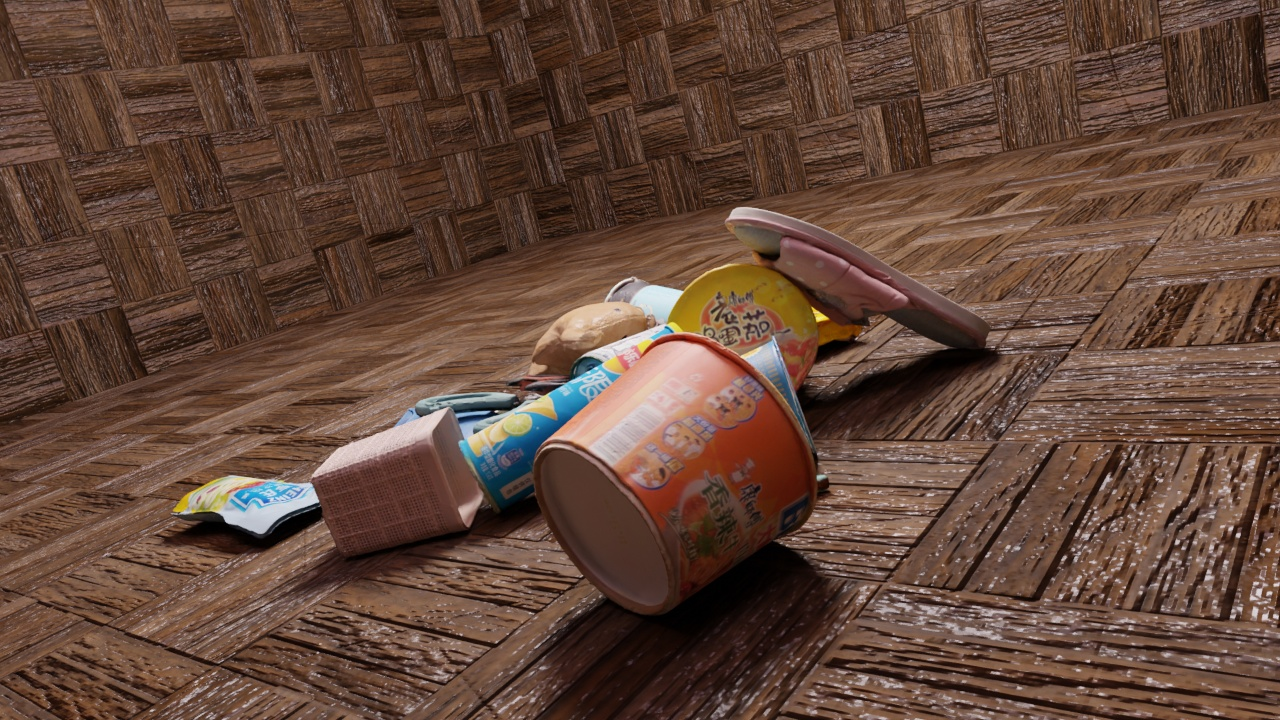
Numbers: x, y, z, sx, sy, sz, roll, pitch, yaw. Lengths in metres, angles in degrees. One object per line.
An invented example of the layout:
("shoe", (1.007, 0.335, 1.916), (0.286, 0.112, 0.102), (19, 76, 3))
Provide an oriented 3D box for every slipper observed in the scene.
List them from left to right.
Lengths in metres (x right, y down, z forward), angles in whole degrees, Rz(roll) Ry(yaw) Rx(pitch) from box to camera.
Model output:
("slipper", (0.196, -0.064, 0.847), (0.274, 0.054, 0.114), (25, -4, -12))

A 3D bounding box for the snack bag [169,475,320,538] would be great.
("snack bag", (-0.385, 0.143, 0.928), (0.191, 0.039, 0.110), (-3, 6, 38))

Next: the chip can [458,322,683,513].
("chip can", (-0.046, 0.048, 0.781), (0.210, 0.071, 0.071), (-29, 15, -7))

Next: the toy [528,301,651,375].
("toy", (-0.054, -0.021, 1.021), (0.143, 0.082, 0.226), (-32, -7, -16))

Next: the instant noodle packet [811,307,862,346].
("instant noodle packet", (0.169, -0.029, 1.021), (0.128, 0.044, 0.111), (-15, 6, -19))

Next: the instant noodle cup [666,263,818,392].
("instant noodle cup", (0.097, -0.020, 0.875), (0.138, 0.138, 0.109), (-13, 0, 8))

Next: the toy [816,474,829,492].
("toy", (0.081, 0.090, 0.653), (0.096, 0.030, 0.092), (-11, 16, -17))

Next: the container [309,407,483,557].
("container", (-0.205, 0.105, 0.775), (0.111, 0.090, 0.089), (-17, 13, 4))

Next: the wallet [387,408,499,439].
("wallet", (-0.205, 0.088, 0.894), (0.106, 0.040, 0.132), (1, 27, 13))

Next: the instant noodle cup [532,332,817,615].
("instant noodle cup", (0.014, 0.073, 0.557), (0.111, 0.151, 0.152), (-34, 21, -33))

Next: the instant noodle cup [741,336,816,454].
("instant noodle cup", (0.072, 0.046, 0.727), (0.110, 0.099, 0.099), (-21, 12, 8))

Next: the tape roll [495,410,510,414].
("tape roll", (-0.134, 0.062, 1.037), (0.086, 0.014, 0.085), (-14, 13, 3))

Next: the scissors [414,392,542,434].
("scissors", (-0.138, 0.050, 0.884), (0.170, 0.019, 0.179), (-2, 10, -4))

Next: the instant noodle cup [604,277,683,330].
("instant noodle cup", (0.030, -0.046, 1.133), (0.121, 0.111, 0.111), (8, 25, 45))

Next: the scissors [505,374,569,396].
("scissors", (-0.047, 0.021, 0.976), (0.193, 0.015, 0.206), (0, 4, 3))

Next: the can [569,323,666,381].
("can", (-0.005, 0.005, 0.909), (0.058, 0.058, 0.146), (-5, 10, 35))
